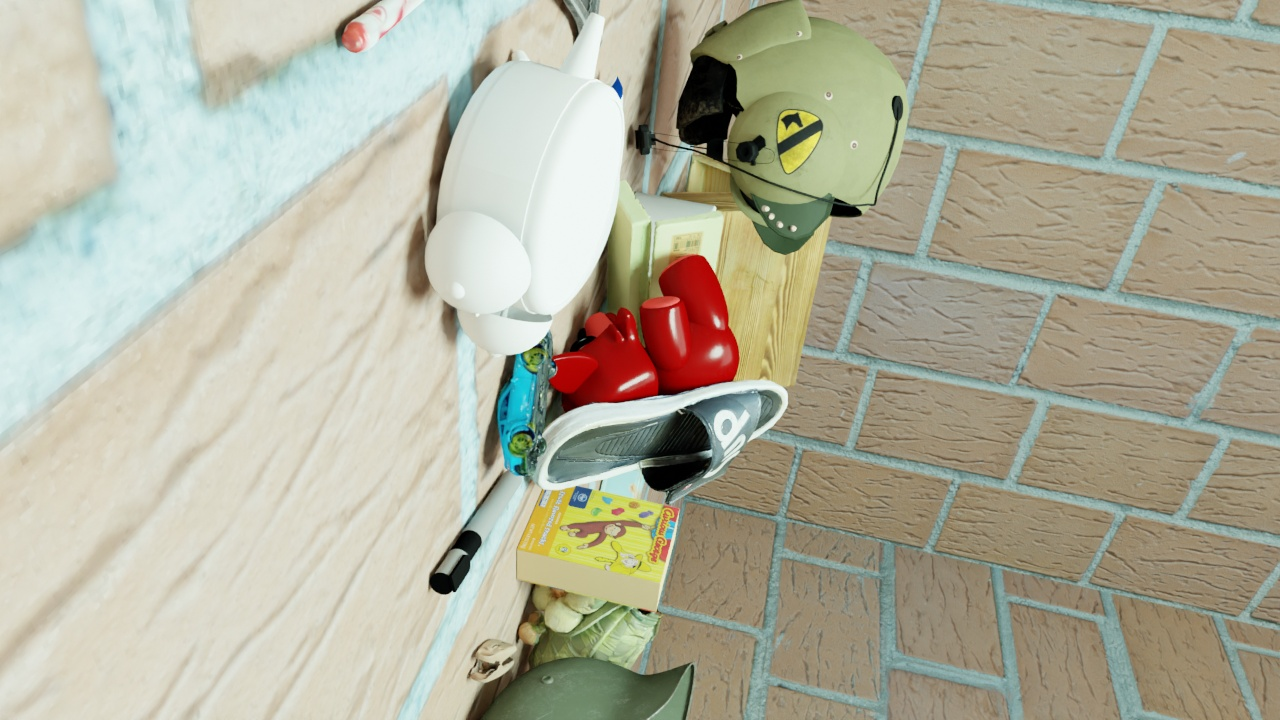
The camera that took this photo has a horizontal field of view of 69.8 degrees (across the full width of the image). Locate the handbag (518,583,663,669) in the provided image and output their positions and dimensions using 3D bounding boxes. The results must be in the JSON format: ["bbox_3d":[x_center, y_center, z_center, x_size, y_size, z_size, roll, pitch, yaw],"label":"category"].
[{"bbox_3d":[-0.062,0.263,0.887,0.186,0.117,0.113,-57,-155,11],"label":"handbag"}]

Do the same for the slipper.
[{"bbox_3d":[0.029,0.078,0.809,0.063,0.263,0.111,59,-43,35],"label":"slipper"}]

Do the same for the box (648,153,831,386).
[{"bbox_3d":[0.103,-0.143,1.396,0.336,0.286,0.280,42,-50,53],"label":"box"}]

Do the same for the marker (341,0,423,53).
[{"bbox_3d":[-0.086,-0.156,0.376,0.141,0.013,0.013,-70,169,-48],"label":"marker"}]

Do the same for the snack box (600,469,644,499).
[{"bbox_3d":[-0.038,0.230,1.226,0.075,0.053,0.174,72,29,-74],"label":"snack box"}]

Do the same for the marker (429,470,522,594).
[{"bbox_3d":[-0.108,0.111,0.621,0.140,0.016,0.016,-62,162,-67],"label":"marker"}]

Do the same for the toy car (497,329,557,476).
[{"bbox_3d":[-0.080,0.028,0.639,0.048,0.032,0.105,68,28,-76],"label":"toy car"}]

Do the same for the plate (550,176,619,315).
[{"bbox_3d":[-0.054,-0.093,0.634,0.134,0.011,0.135,-53,158,-33],"label":"plate"}]

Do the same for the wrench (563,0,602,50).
[{"bbox_3d":[-0.044,-0.230,0.540,0.273,0.010,0.070,-53,153,-81],"label":"wrench"}]

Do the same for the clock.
[{"bbox_3d":[-0.063,-0.090,0.486,0.125,0.073,0.160,79,30,-72],"label":"clock"}]

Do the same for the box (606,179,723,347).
[{"bbox_3d":[0.014,-0.088,0.911,0.188,0.098,0.082,98,-26,-48],"label":"box"}]

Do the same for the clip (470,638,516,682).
[{"bbox_3d":[-0.117,0.233,0.727,0.061,0.026,0.049,-55,153,-55],"label":"clip"}]

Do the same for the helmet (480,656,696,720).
[{"bbox_3d":[-0.066,0.343,0.751,0.267,0.154,0.227,-33,136,-70],"label":"helmet"}]

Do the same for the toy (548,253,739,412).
[{"bbox_3d":[-0.005,0.005,0.839,0.196,0.120,0.159,-27,148,-24],"label":"toy"}]

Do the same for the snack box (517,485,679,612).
[{"bbox_3d":[-0.037,0.164,0.823,0.088,0.126,0.040,-69,168,-51],"label":"snack box"}]

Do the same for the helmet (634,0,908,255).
[{"bbox_3d":[0.137,-0.239,0.935,0.250,0.256,0.233,-18,123,-83],"label":"helmet"}]

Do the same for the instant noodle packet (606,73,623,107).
[{"bbox_3d":[-0.039,-0.156,0.696,0.134,0.026,0.087,-68,171,-54],"label":"instant noodle packet"}]

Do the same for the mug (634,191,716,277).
[{"bbox_3d":[0.034,-0.145,1.031,0.091,0.090,0.121,94,10,-45],"label":"mug"}]
